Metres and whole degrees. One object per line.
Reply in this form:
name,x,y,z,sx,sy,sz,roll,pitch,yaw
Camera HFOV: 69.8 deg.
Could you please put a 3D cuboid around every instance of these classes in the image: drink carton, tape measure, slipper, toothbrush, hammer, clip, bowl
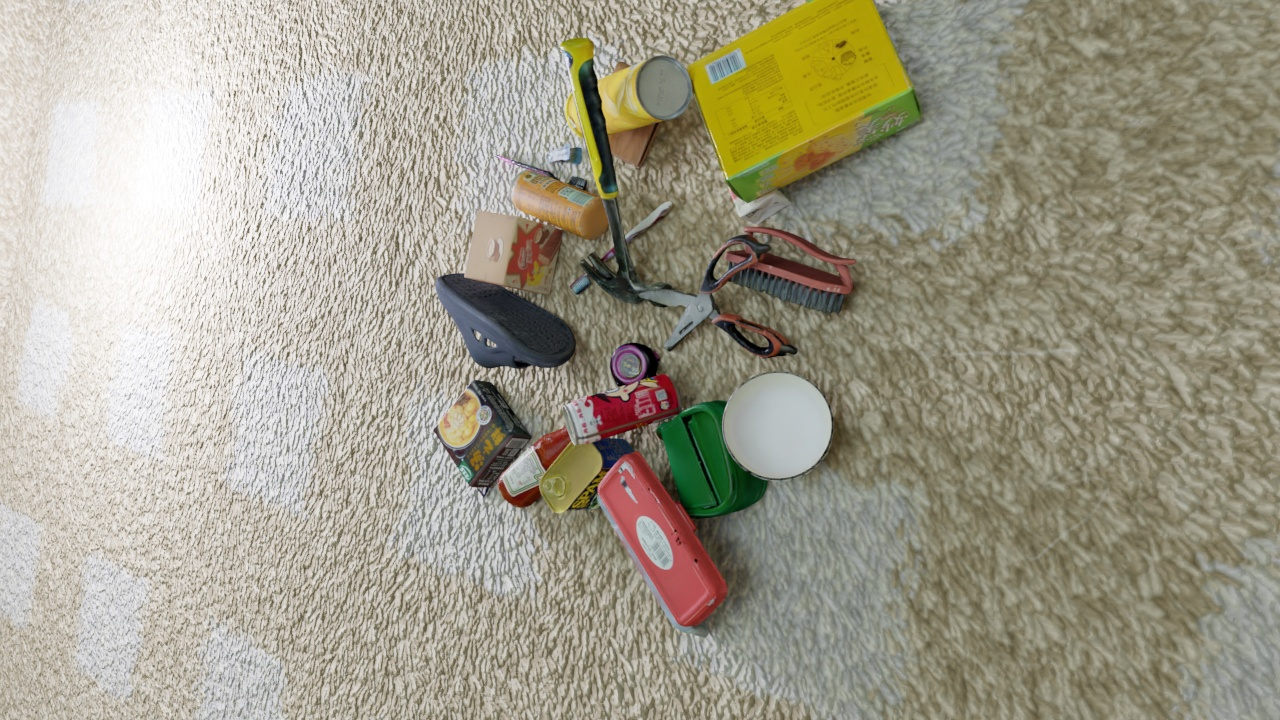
drink carton,0.124,-0.225,1.061,0.054,0.045,0.122,-29,69,30
tape measure,-0.007,0.007,1.137,0.057,0.039,0.058,-10,86,25
slipper,-0.188,-0.039,1.246,0.268,0.110,0.083,34,121,39
toothbrush,-0.141,-0.267,1.280,0.189,0.014,0.018,27,91,35
hammer,-0.044,-0.214,1.084,0.126,0.031,0.324,13,129,37
clip,-0.108,-0.281,1.253,0.058,0.043,0.027,6,91,44
toothbrush,-0.025,-0.144,1.181,0.188,0.016,0.017,-38,73,27
bowl,0.150,0.075,0.989,0.116,0.066,0.116,-3,76,12

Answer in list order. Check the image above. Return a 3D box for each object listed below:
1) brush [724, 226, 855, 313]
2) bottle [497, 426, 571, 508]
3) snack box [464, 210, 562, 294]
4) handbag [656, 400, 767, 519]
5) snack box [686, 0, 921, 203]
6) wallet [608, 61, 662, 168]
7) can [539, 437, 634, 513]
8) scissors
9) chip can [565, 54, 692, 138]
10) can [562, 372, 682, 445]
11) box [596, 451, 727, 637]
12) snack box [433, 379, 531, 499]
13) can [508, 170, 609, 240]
brush,0.168,-0.102,1.006,0.146,0.063,0.069,24,113,34
bottle,-0.102,0.114,1.184,0.206,0.059,0.059,-42,63,25
snack box,-0.171,-0.144,1.238,0.077,0.094,0.093,14,93,36
handbag,0.077,0.115,1.055,0.120,0.067,0.131,-25,72,41
snack box,0.172,-0.287,0.988,0.210,0.070,0.157,-24,69,17
wallet,-0.013,-0.319,1.189,0.101,0.020,0.115,34,108,35
can,-0.061,0.140,1.136,0.102,0.083,0.057,-51,59,21
scissors,0.085,-0.066,1.045,0.226,0.015,0.189,24,132,30
chip can,-0.019,-0.307,1.084,0.214,0.072,0.072,14,94,63
can,-0.022,0.058,1.083,0.053,0.132,0.053,163,91,-78
box,0.018,0.216,1.046,0.201,0.073,0.155,54,153,28
snack box,-0.226,0.111,1.285,0.126,0.053,0.113,-50,60,16
can,-0.108,-0.208,1.221,0.146,0.058,0.058,28,101,35
